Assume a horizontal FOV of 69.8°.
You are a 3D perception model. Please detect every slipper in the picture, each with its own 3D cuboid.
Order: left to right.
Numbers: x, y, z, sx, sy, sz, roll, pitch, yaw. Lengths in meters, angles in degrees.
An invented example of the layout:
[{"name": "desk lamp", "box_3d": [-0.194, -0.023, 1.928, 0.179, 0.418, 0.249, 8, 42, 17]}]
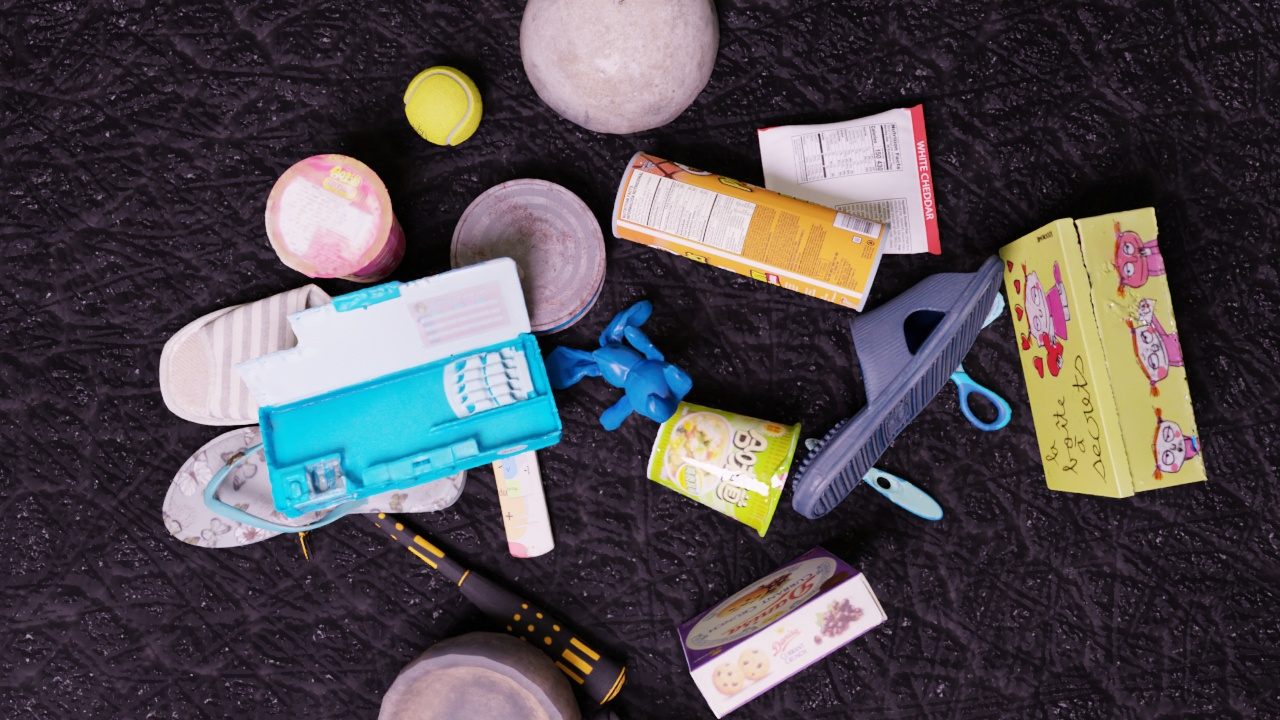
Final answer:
[{"name": "slipper", "box_3d": [-0.278, 0.093, 0.756, 0.269, 0.055, 0.098, -10, 76, 6]}, {"name": "slipper", "box_3d": [-0.275, -0.006, 0.783, 0.272, 0.054, 0.114, -10, 82, -2]}, {"name": "slipper", "box_3d": [0.198, 0.011, 0.763, 0.082, 0.101, 0.263, 38, 87, 29]}]

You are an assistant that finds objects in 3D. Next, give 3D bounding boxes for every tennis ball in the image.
[{"name": "tennis ball", "box_3d": [-0.169, -0.219, 0.788, 0.065, 0.065, 0.065, 0, 86, -1]}]

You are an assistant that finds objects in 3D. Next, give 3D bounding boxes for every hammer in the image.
[{"name": "hammer", "box_3d": [-0.151, 0.188, 0.781, 0.320, 0.036, 0.123, 35, 87, 4]}]

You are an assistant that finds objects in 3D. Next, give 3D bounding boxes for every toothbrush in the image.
[{"name": "toothbrush", "box_3d": [0.204, 0.102, 0.796, 0.135, 0.017, 0.022, 29, 80, 2]}]

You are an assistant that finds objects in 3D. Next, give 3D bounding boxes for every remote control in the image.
[{"name": "remote control", "box_3d": [-0.104, 0.108, 0.792, 0.038, 0.018, 0.125, -11, 88, -1]}]

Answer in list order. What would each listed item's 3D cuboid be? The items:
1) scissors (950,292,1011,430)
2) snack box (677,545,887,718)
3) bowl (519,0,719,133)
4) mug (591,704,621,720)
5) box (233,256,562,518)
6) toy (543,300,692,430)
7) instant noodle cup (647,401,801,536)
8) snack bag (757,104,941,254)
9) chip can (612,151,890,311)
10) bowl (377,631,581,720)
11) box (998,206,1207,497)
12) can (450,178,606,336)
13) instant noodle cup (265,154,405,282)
[{"name": "scissors", "box_3d": [0.281, 0.002, 0.805, 0.134, 0.011, 0.139, -40, 87, -3]}, {"name": "snack box", "box_3d": [0.105, 0.208, 0.723, 0.143, 0.148, 0.040, -29, 87, -3]}, {"name": "bowl", "box_3d": [-0.018, -0.291, 0.788, 0.178, 0.081, 0.178, 0, 88, 0]}, {"name": "mug", "box_3d": [-0.004, 0.334, 0.743, 0.078, 0.088, 0.113, -31, 87, -3]}, {"name": "box", "box_3d": [-0.190, 0.018, 0.725, 0.227, 0.086, 0.169, -16, 105, -8]}, {"name": "toy", "box_3d": [-0.004, 0.004, 0.748, 0.071, 0.176, 0.112, 38, 85, -35]}, {"name": "instant noodle cup", "box_3d": [0.067, 0.082, 0.763, 0.108, 0.099, 0.099, 18, 86, 9]}, {"name": "snack bag", "box_3d": [0.182, -0.149, 0.799, 0.144, 0.039, 0.131, -8, 91, 2]}, {"name": "chip can", "box_3d": [0.090, -0.108, 0.762, 0.215, 0.075, 0.075, 18, 86, 10]}, {"name": "bowl", "box_3d": [-0.122, 0.290, 0.736, 0.162, 0.070, 0.162, 2, 103, 11]}, {"name": "box", "box_3d": [0.374, -0.003, 0.754, 0.083, 0.124, 0.221, -8, 88, -1]}, {"name": "can", "box_3d": [-0.095, -0.087, 0.791, 0.130, 0.044, 0.130, 0, 86, -1]}, {"name": "instant noodle cup", "box_3d": [-0.241, -0.107, 0.758, 0.097, 0.108, 0.097, 0, 86, -1]}]
